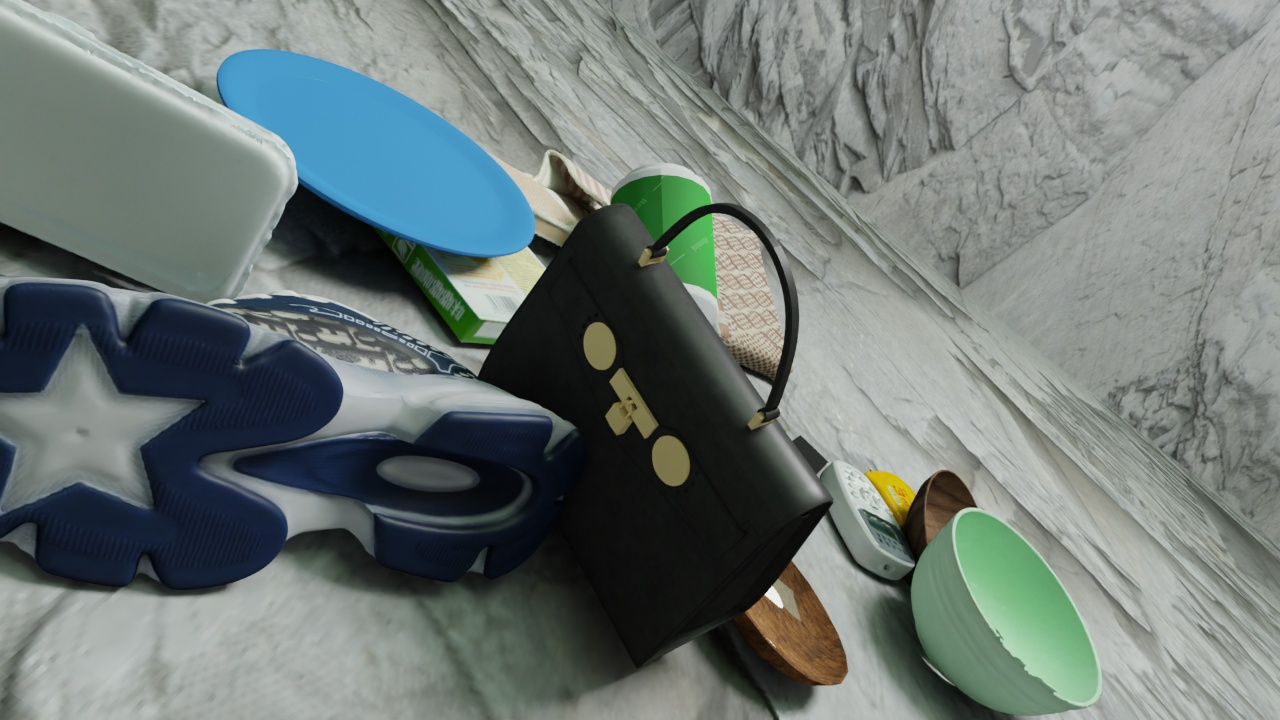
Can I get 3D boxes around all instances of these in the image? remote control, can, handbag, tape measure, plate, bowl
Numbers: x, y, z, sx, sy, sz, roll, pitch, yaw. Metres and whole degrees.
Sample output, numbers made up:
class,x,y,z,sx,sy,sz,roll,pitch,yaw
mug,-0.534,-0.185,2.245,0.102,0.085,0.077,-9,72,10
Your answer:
class,x,y,z,sx,sy,sz,roll,pitch,yaw
remote control,0.182,0.128,0.750,0.060,0.028,0.114,29,25,-24
can,0.018,-0.088,0.768,0.087,0.088,0.139,20,58,-39
remote control,0.119,0.090,0.744,0.034,0.013,0.149,45,22,13
handbag,0.016,0.013,0.414,0.072,0.196,0.175,-17,63,-34
handbag,0.087,-0.070,0.921,0.124,0.047,0.185,22,46,-40
tape measure,0.222,0.128,0.810,0.058,0.030,0.068,17,37,-42
plate,-0.175,-0.135,0.624,0.224,0.024,0.224,29,25,-16
bowl,0.250,0.153,0.765,0.119,0.032,0.119,21,61,-44
bowl,0.074,0.147,0.541,0.102,0.026,0.114,26,26,-43
bowl,0.249,0.189,0.658,0.151,0.077,0.150,30,35,-24

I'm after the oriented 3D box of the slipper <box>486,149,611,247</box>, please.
class,x,y,z,sx,sy,sz,roll,pitch,yaw
slipper,-0.066,-0.144,0.828,0.115,0.052,0.262,51,18,24

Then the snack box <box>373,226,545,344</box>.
class,x,y,z,sx,sy,sz,roll,pitch,yaw
snack box,-0.121,-0.073,0.660,0.168,0.027,0.131,49,23,25

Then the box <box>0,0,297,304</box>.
class,x,y,z,sx,sy,sz,roll,pitch,yaw
box,-0.266,-0.116,0.412,0.210,0.105,0.129,26,22,-31

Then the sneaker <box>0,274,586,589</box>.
class,x,y,z,sx,sy,sz,roll,pitch,yaw
sneaker,-0.155,0.013,0.379,0.269,0.103,0.132,17,16,-44
